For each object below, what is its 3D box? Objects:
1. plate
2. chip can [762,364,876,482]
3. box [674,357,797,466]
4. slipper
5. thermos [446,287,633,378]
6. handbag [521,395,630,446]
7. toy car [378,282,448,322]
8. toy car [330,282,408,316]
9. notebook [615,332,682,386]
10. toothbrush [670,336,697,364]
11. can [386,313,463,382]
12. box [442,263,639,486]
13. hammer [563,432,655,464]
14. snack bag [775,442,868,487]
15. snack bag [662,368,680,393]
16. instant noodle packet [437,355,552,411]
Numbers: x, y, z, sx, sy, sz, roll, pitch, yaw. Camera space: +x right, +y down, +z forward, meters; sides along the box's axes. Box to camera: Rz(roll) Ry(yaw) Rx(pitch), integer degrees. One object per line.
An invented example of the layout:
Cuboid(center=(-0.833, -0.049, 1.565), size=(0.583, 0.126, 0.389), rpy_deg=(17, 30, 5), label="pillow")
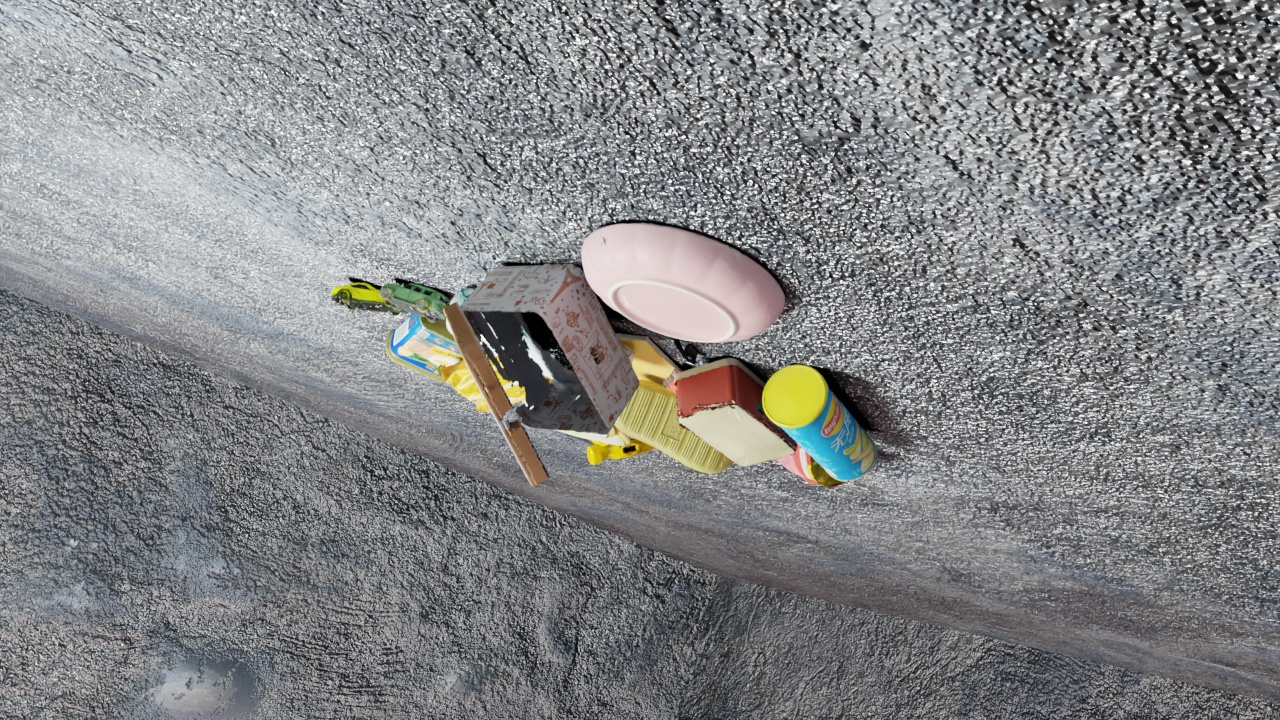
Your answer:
Cuboid(center=(0.033, -0.059, 0.836), size=(0.192, 0.039, 0.193), rpy_deg=(16, 162, 5), label="plate")
Cuboid(center=(0.210, 0.076, 1.050), size=(0.071, 0.071, 0.210), rpy_deg=(9, 162, 33), label="chip can")
Cuboid(center=(0.114, 0.073, 1.087), size=(0.091, 0.078, 0.168), rpy_deg=(-18, 146, 29), label="box")
Cuboid(center=(0.045, 0.078, 1.212), size=(0.190, 0.092, 0.081), rpy_deg=(24, -172, -18), label="slipper")
Cuboid(center=(-0.122, -0.022, 1.093), size=(0.224, 0.073, 0.073), rpy_deg=(22, 165, 7), label="thermos")
Cuboid(center=(-0.104, 0.064, 1.340), size=(0.164, 0.063, 0.178), rpy_deg=(9, 160, 31), label="handbag")
Cuboid(center=(-0.288, -0.077, 1.166), size=(0.091, 0.036, 0.043), rpy_deg=(15, 165, 13), label="toy car")
Cuboid(center=(-0.363, -0.084, 1.241), size=(0.105, 0.032, 0.048), rpy_deg=(9, 165, -5), label="toy car")
Cuboid(center=(-0.007, 0.007, 1.176), size=(0.146, 0.010, 0.206), rpy_deg=(9, 162, 32), label="notebook")
Cuboid(center=(0.028, -0.039, 0.981), size=(0.014, 0.016, 0.189), rpy_deg=(17, 163, 30), label="toothbrush")
Cuboid(center=(-0.276, -0.026, 1.237), size=(0.102, 0.057, 0.083), rpy_deg=(29, 132, -33), label="can")
Cuboid(center=(-0.125, 0.017, 0.948), size=(0.150, 0.165, 0.182), rpy_deg=(0, 132, 35), label="box")
Cuboid(center=(-0.070, 0.128, 1.530), size=(0.128, 0.033, 0.301), rpy_deg=(-9, -174, -22), label="hammer")
Cuboid(center=(0.227, 0.138, 1.265), size=(0.128, 0.073, 0.208), rpy_deg=(25, 169, -6), label="snack bag")
Cuboid(center=(0.081, 0.038, 1.137), size=(0.104, 0.026, 0.048), rpy_deg=(16, 150, -17), label="snack bag")
Cuboid(center=(-0.190, 0.022, 1.229), size=(0.129, 0.044, 0.111), rpy_deg=(-18, 143, 18), label="instant noodle packet")
